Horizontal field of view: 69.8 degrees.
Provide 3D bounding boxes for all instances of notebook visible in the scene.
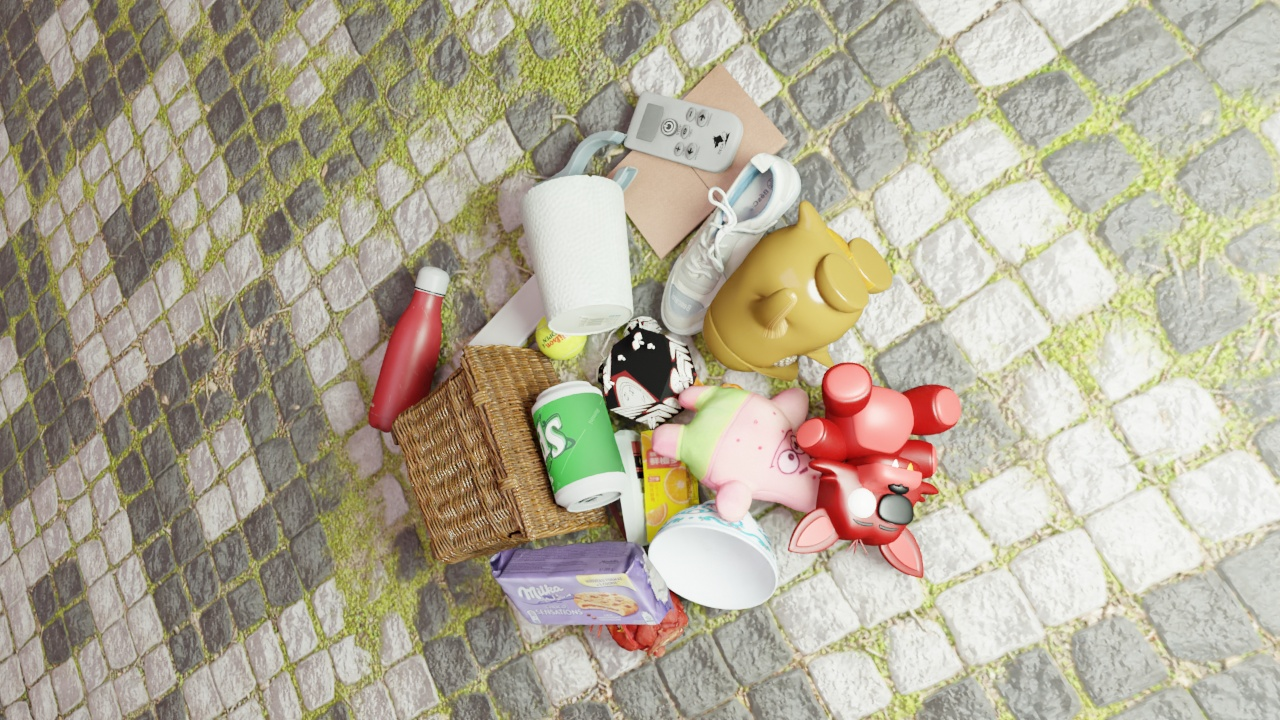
[{"bbox_3d":[0.064,-0.247,1.143,0.209,0.008,0.141,-42,68,19],"label":"notebook"}]

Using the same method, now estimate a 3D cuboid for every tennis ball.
[{"bbox_3d":[-0.102,-0.033,1.182,0.065,0.065,0.065,-3,84,28],"label":"tennis ball"}]

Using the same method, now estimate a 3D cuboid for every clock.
[{"bbox_3d":[-0.006,0.007,1.116,0.115,0.065,0.154,-53,47,14],"label":"clock"}]

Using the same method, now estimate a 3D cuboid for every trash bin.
[{"bbox_3d":[-0.073,-0.124,1.126,0.133,0.133,0.161,-18,72,26],"label":"trash bin"}]

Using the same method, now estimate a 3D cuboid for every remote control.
[{"bbox_3d":[0.053,-0.282,1.134,0.151,0.019,0.074,23,97,28],"label":"remote control"},{"bbox_3d":[-0.005,0.155,1.122,0.024,0.049,0.143,-14,79,25],"label":"remote control"}]

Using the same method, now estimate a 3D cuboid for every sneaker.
[{"bbox_3d":[0.091,-0.138,1.073,0.089,0.090,0.242,41,105,24],"label":"sneaker"}]

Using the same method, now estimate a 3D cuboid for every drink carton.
[{"bbox_3d":[0.037,0.150,1.106,0.059,0.043,0.134,-7,84,25],"label":"drink carton"}]

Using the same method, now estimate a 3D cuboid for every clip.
[{"bbox_3d":[-0.080,-0.256,1.197,0.167,0.028,0.127,-21,75,36],"label":"clip"}]

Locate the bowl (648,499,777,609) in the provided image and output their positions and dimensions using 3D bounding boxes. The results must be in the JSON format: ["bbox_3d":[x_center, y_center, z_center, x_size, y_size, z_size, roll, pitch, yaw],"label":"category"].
[{"bbox_3d":[0.088,0.204,1.027,0.144,0.074,0.144,11,134,12],"label":"bowl"}]

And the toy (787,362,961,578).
[{"bbox_3d":[0.239,0.112,0.945,0.158,0.121,0.197,14,78,-15],"label":"toy"}]

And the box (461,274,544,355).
[{"bbox_3d":[-0.160,-0.052,1.237,0.210,0.033,0.064,-43,67,17],"label":"box"}]

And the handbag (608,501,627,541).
[{"bbox_3d":[-0.027,0.173,1.144,0.055,0.029,0.119,-29,77,54],"label":"handbag"}]

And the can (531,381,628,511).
[{"bbox_3d":[-0.073,0.102,1.089,0.088,0.087,0.139,-27,68,24],"label":"can"}]

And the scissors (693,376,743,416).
[{"bbox_3d":[0.067,0.049,1.115,0.133,0.012,0.097,27,98,27],"label":"scissors"}]

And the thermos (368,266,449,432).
[{"bbox_3d":[-0.320,-0.015,1.293,0.073,0.073,0.240,18,94,28],"label":"thermos"}]

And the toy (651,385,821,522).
[{"bbox_3d":[0.135,0.109,1.012,0.237,0.191,0.097,31,146,6],"label":"toy"}]

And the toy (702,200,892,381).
[{"bbox_3d":[0.157,-0.054,1.007,0.204,0.198,0.162,-38,86,40],"label":"toy"}]

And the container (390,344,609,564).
[{"bbox_3d":[-0.190,0.129,1.168,0.184,0.162,0.249,-30,73,28],"label":"container"}]

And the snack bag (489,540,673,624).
[{"bbox_3d":[-0.070,0.250,1.037,0.206,0.096,0.058,-8,39,28],"label":"snack bag"}]

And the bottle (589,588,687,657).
[{"bbox_3d":[-0.005,0.299,1.085,0.099,0.098,0.111,-42,68,19],"label":"bottle"}]
